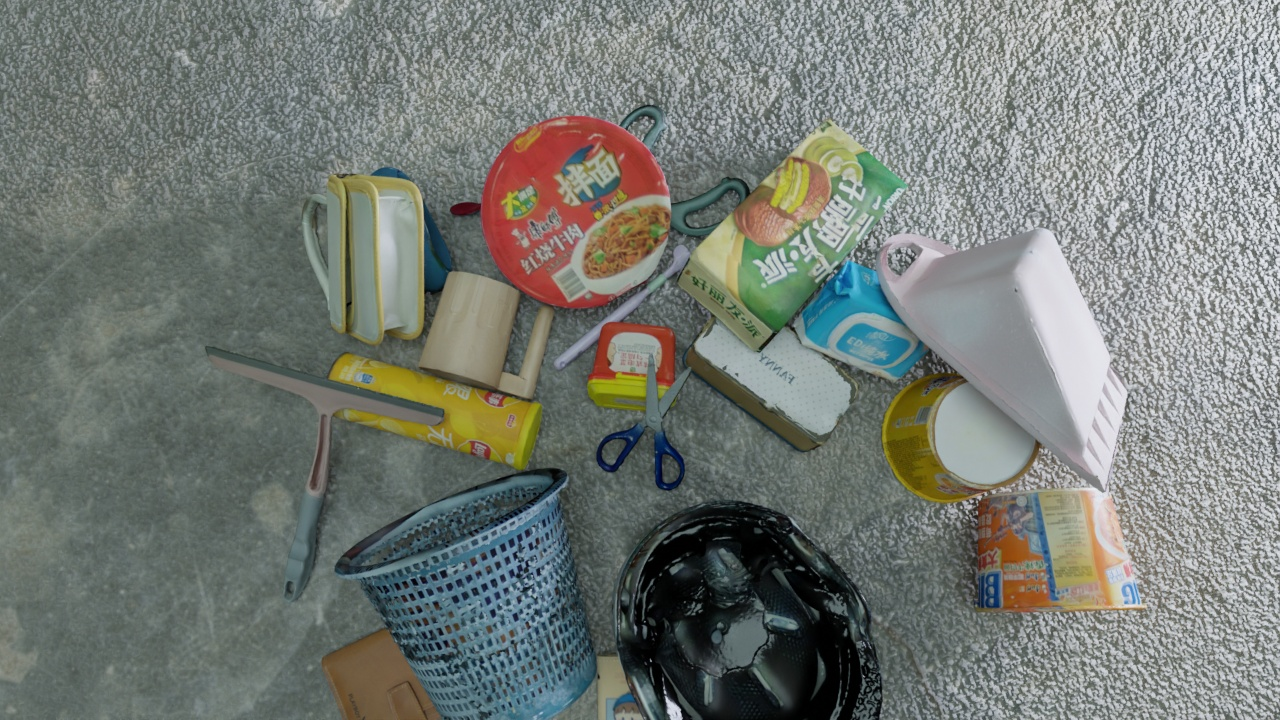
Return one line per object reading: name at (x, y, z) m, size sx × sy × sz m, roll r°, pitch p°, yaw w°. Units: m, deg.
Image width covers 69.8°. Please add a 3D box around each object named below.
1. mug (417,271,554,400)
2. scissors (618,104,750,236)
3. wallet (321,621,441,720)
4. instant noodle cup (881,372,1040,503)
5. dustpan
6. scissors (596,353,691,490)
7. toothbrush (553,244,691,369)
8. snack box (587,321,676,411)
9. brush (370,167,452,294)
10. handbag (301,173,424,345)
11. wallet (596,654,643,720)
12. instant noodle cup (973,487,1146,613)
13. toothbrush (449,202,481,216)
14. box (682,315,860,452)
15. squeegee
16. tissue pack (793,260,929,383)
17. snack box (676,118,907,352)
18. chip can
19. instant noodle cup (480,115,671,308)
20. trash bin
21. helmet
mug at (-0.156, -0.024, 0.952) m, size 0.124 × 0.084 × 0.103 m, roll 18°, pitch 81°, yaw -22°
scissors at (0.039, -0.190, 0.993) m, size 0.180 × 0.019 × 0.170 m, roll 9°, pitch 83°, yaw 4°
wallet at (-0.241, 0.328, 0.929) m, size 0.130 × 0.035 × 0.119 m, roll -25°, pitch 77°, yaw -3°
instant noodle cup at (0.324, 0.074, 0.915) m, size 0.138 × 0.110 × 0.138 m, roll 0°, pitch 82°, yaw -1°
dustpan at (0.355, -0.018, 0.907) m, size 0.139 × 0.221 × 0.273 m, roll -20°, pitch 99°, yaw 38°
scissors at (0.016, 0.070, 0.918) m, size 0.166 × 0.012 × 0.157 m, roll -31°, pitch 113°, yaw 32°
toothbrush at (-0.020, -0.054, 0.979) m, size 0.189 × 0.021 × 0.029 m, roll -40°, pitch 117°, yaw -3°
snack box at (-0.006, 0.006, 0.943) m, size 0.091 × 0.082 × 0.080 m, roll 6°, pitch 73°, yaw 1°
brush at (-0.243, -0.140, 0.962) m, size 0.055 × 0.074 × 0.144 m, roll -26°, pitch 85°, yaw -17°
handbag at (-0.300, -0.108, 0.940) m, size 0.179 × 0.063 × 0.163 m, roll 15°, pitch 108°, yaw 37°
wallet at (0.000, 0.356, 0.928) m, size 0.087 × 0.024 × 0.115 m, roll -1°, pitch 82°, yaw 5°
instant noodle cup at (0.396, 0.185, 0.888) m, size 0.151 × 0.151 × 0.111 m, roll -1°, pitch 75°, yaw 0°
toothbrush at (-0.113, -0.173, 0.991) m, size 0.187 × 0.017 × 0.016 m, roll -7°, pitch 86°, yaw 2°
box at (0.128, 0.010, 0.945) m, size 0.184 × 0.059 × 0.089 m, roll 38°, pitch 73°, yaw 7°
squeegee at (-0.333, 0.129, 0.930) m, size 0.248 × 0.040 × 0.250 m, roll 15°, pitch 103°, yaw 4°
tissue pack at (0.232, -0.036, 0.918) m, size 0.140 × 0.090 × 0.063 m, roll 21°, pitch 45°, yaw -17°
snack box at (0.156, -0.130, 0.934) m, size 0.114 × 0.063 × 0.239 m, roll 42°, pitch 67°, yaw 5°
chip can at (-0.211, 0.051, 0.942) m, size 0.213 × 0.072 × 0.072 m, roll 15°, pitch 83°, yaw 3°
instant noodle cup at (-0.065, -0.151, 0.950) m, size 0.194 × 0.066 × 0.194 m, roll 0°, pitch 97°, yaw 2°
trash bin at (-0.142, 0.233, 0.861) m, size 0.226 × 0.226 × 0.195 m, roll -20°, pitch 95°, yaw -2°
helmet at (0.087, 0.260, 0.872) m, size 0.230 × 0.157 × 0.274 m, roll -37°, pitch 94°, yaw -9°
